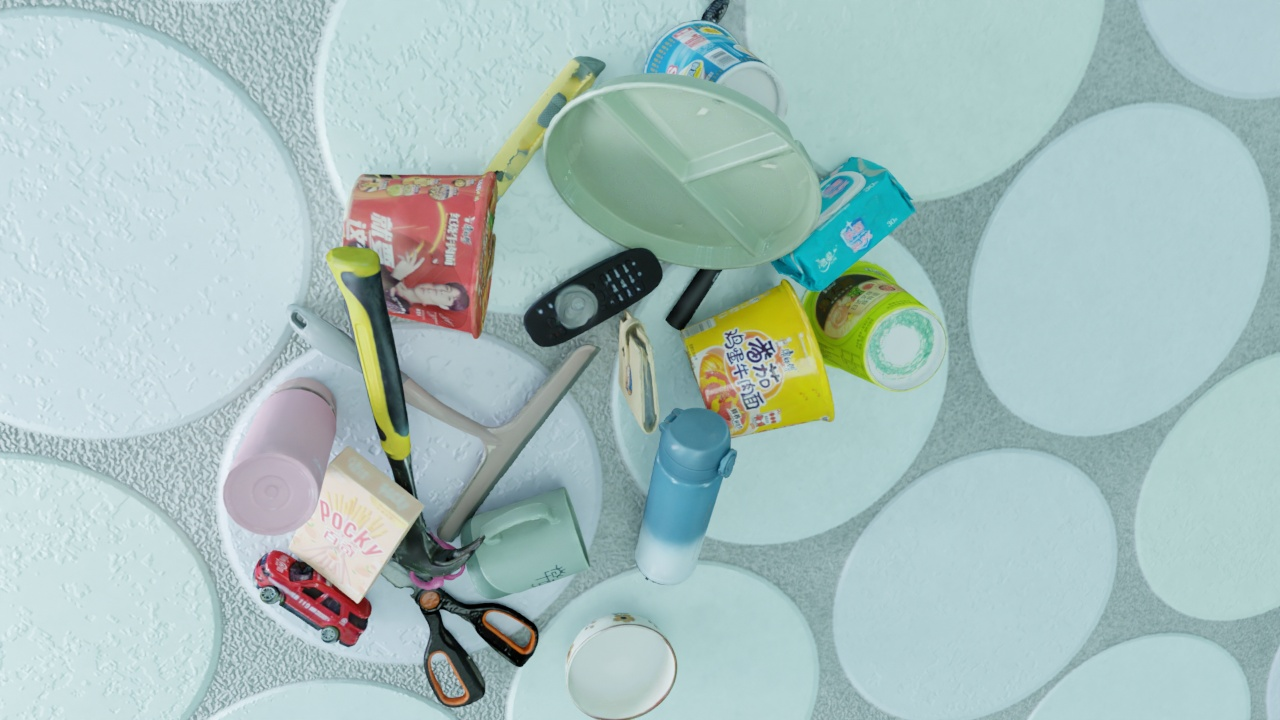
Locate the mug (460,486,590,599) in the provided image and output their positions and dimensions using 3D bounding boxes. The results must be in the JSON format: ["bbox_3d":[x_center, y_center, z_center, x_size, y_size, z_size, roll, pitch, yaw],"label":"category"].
[{"bbox_3d":[-0.111,0.167,0.858,0.106,0.082,0.112,-17,149,-3],"label":"mug"}]

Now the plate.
[{"bbox_3d":[0.034,-0.148,0.746,0.230,0.231,0.027,26,63,-19],"label":"plate"}]

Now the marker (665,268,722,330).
[{"bbox_3d":[0.066,-0.087,0.859,0.022,0.020,0.132,33,98,-3],"label":"marker"}]

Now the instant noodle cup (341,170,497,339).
[{"bbox_3d":[-0.178,-0.090,0.748,0.108,0.137,0.138,6,106,-6],"label":"instant noodle cup"}]

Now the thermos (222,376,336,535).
[{"bbox_3d":[-0.282,0.077,0.740,0.067,0.198,0.087,-7,107,-12],"label":"thermos"}]

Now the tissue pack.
[{"bbox_3d":[0.172,-0.123,0.832,0.133,0.093,0.050,-41,115,2],"label":"tissue pack"}]

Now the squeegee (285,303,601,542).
[{"bbox_3d":[-0.207,0.025,0.820,0.249,0.040,0.248,34,105,-16],"label":"squeegee"}]

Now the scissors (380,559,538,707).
[{"bbox_3d":[-0.189,0.240,0.912,0.189,0.022,0.229,-8,103,-15],"label":"scissors"}]

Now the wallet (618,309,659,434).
[{"bbox_3d":[-0.005,0.005,0.821,0.024,0.115,0.087,-3,108,-9],"label":"wallet"}]

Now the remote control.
[{"bbox_3d":[-0.044,-0.060,0.841,0.136,0.024,0.053,-29,118,2],"label":"remote control"}]

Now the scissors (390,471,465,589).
[{"bbox_3d":[-0.208,0.158,0.866,0.056,0.017,0.133,-18,110,-3],"label":"scissors"}]

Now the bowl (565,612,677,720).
[{"bbox_3d":[-0.024,0.305,0.942,0.113,0.062,0.113,-3,107,-11],"label":"bowl"}]

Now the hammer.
[{"bbox_3d":[-0.201,0.057,0.756,0.126,0.031,0.324,12,126,20],"label":"hammer"}]

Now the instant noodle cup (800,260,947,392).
[{"bbox_3d":[0.222,-0.027,0.856,0.111,0.123,0.112,-3,108,-11],"label":"instant noodle cup"}]

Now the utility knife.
[{"bbox_3d":[-0.091,-0.198,0.795,0.031,0.018,0.166,37,101,-14],"label":"utility knife"}]

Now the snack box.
[{"bbox_3d":[-0.253,0.148,0.806,0.084,0.026,0.158,38,131,0],"label":"snack box"}]

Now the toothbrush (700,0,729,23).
[{"bbox_3d":[0.021,-0.237,0.803,0.014,0.017,0.189,31,100,-26],"label":"toothbrush"}]

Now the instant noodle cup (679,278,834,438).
[{"bbox_3d":[0.104,0.008,0.842,0.110,0.138,0.138,-19,111,3],"label":"instant noodle cup"}]

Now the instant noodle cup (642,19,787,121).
[{"bbox_3d":[0.066,-0.222,0.757,0.099,0.110,0.099,-10,121,-17],"label":"instant noodle cup"}]

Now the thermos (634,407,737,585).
[{"bbox_3d":[0.038,0.128,0.842,0.070,0.070,0.221,-3,140,-11],"label":"thermos"}]

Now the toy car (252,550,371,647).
[{"bbox_3d":[-0.306,0.219,0.860,0.120,0.053,0.045,41,94,-23],"label":"toy car"}]
